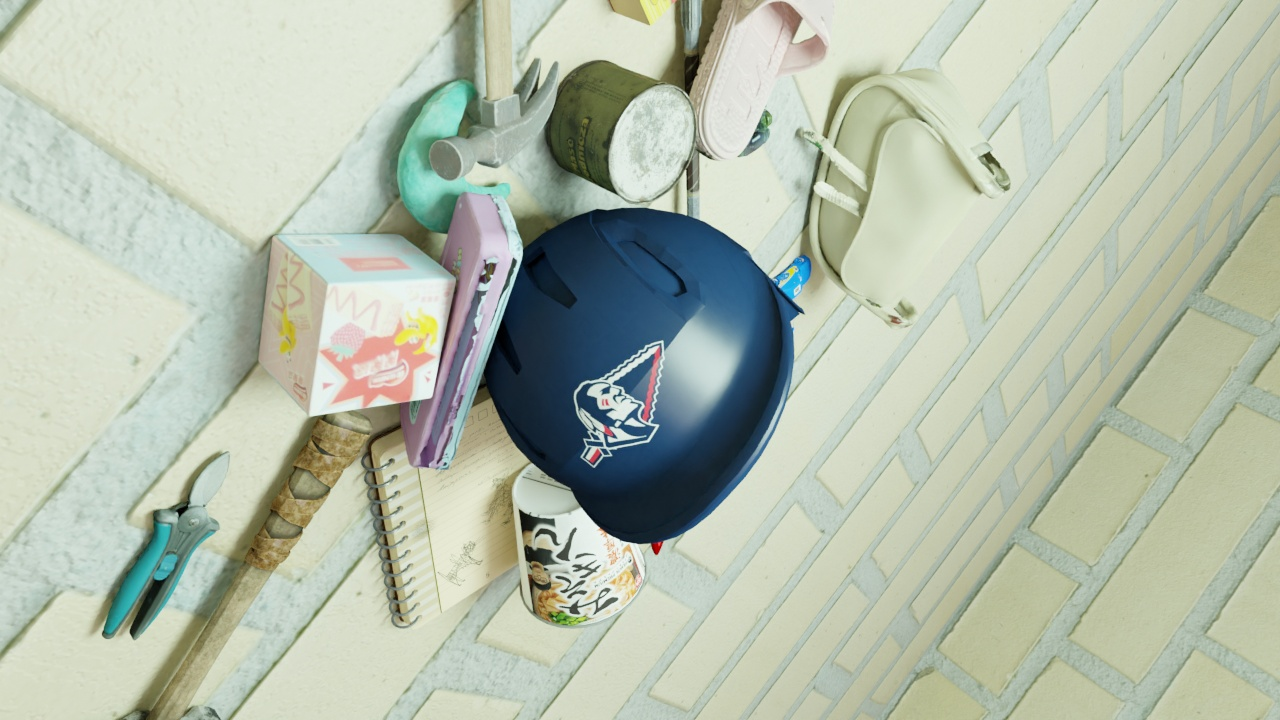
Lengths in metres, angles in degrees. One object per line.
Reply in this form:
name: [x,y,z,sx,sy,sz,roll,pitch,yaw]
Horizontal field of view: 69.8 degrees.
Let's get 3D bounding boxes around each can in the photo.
can: [-0.015,-0.173,0.694,0.089,0.074,0.090,-29,136,-33]

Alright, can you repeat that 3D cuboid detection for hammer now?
hammer: [-0.092,-0.280,0.551,0.119,0.031,0.332,-43,142,-50]
hammer: [0.046,-0.171,0.798,0.098,0.044,0.323,-30,135,-30]
hammer: [-0.297,0.173,0.678,0.319,0.049,0.121,-58,142,1]

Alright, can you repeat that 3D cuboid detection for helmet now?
helmet: [-0.004,0.004,0.684,0.223,0.272,0.233,24,113,-44]

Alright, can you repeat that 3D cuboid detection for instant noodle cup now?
instant noodle cup: [-0.063,0.157,0.843,0.123,0.124,0.122,-32,130,-29]

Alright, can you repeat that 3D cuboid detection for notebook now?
notebook: [-0.158,0.129,0.816,0.167,0.024,0.226,-28,137,-34]

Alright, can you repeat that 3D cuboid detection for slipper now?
slipper: [0.112,-0.271,0.737,0.094,0.064,0.239,31,81,-50]

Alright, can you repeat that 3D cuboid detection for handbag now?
handbag: [0.247,-0.160,0.931,0.131,0.184,0.230,-22,149,-34]

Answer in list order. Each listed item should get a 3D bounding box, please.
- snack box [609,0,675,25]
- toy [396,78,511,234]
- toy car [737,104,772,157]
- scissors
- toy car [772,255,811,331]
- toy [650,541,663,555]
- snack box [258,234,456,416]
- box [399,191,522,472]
snack box: [0.001,-0.313,0.627,0.088,0.040,0.126,-48,144,-9]
toy: [-0.131,-0.131,0.633,0.084,0.033,0.105,-49,145,-27]
toy car: [0.083,-0.230,0.796,0.047,0.033,0.105,-38,128,-27]
scissors: [-0.319,0.131,0.637,0.136,0.019,0.138,-35,139,-30]
toy car: [0.174,-0.071,1.003,0.091,0.062,0.033,-39,142,-21]
toy: [0.031,0.096,0.930,0.197,0.121,0.158,67,39,-54]
snack box: [-0.188,-0.026,0.607,0.092,0.079,0.095,-8,124,-45]
box: [-0.131,-0.016,0.653,0.033,0.076,0.215,4,129,-28]
